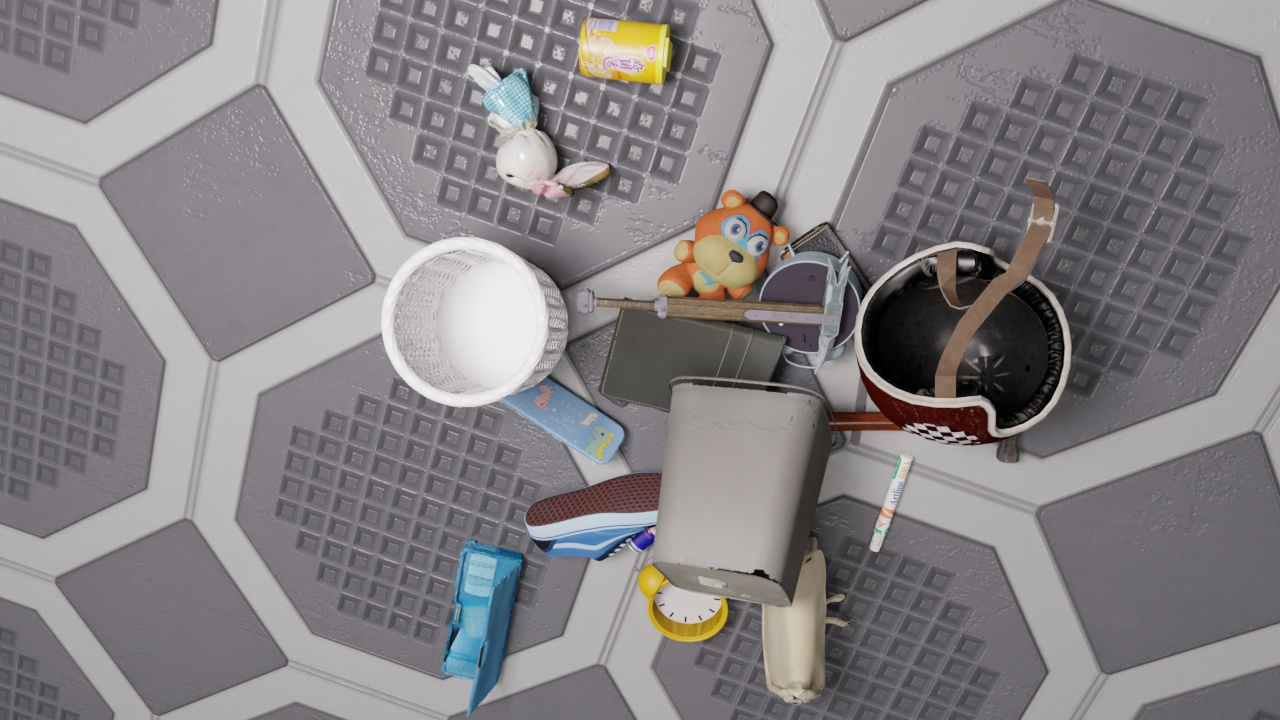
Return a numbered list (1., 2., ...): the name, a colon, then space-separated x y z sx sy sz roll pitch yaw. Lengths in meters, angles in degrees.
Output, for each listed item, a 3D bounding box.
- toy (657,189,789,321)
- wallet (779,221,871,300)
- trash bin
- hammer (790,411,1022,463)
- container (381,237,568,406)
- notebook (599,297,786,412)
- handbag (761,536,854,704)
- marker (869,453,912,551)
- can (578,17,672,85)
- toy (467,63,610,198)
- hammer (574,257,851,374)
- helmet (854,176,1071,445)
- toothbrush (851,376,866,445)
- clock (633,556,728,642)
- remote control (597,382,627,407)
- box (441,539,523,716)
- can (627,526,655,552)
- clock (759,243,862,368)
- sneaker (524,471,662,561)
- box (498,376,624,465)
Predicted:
1. toy: 0.104 -0.132 1.121 0.112 0.096 0.176 31 100 -15
2. wallet: 0.237 -0.105 1.146 0.072 0.019 0.123 -34 102 21
3. trash bin: 0.119 0.162 1.100 0.198 0.197 0.219 5 65 20
4. hammer: 0.338 0.077 1.184 0.301 0.028 0.111 -1 108 4
5. container: -0.191 -0.044 1.110 0.189 0.186 0.189 0 91 4
6. notebook: 0.062 0.009 1.174 0.209 0.029 0.170 16 131 -1
7. handbag: 0.227 0.342 1.227 0.132 0.184 0.229 -5 92 6
8. marker: 0.337 0.193 1.238 0.017 0.017 0.146 14 110 2
9. can: -0.018 -0.360 1.066 0.105 0.067 0.068 7 110 5
10. toy: -0.150 -0.267 1.104 0.106 0.130 0.205 -35 95 33
11. hammer: 0.080 -0.058 1.093 0.317 0.028 0.147 4 119 2
12. helmet: 0.364 -0.025 1.039 0.234 0.253 0.233 -6 68 34
13. toothbrush: 0.289 0.035 1.192 0.013 0.013 0.167 5 111 5
14. clock: 0.061 0.332 1.305 0.114 0.052 0.152 -23 109 14
15. remote control: -0.007 0.007 1.222 0.046 0.009 0.125 35 110 -5
16. box: -0.240 0.392 1.332 0.094 0.110 0.232 14 110 1
17. can: 0.023 0.231 1.283 0.095 0.032 0.032 -41 99 18
18. clock: 0.210 -0.061 1.134 0.123 0.045 0.159 9 120 16
19. sneaker: -0.034 0.224 1.272 0.241 0.083 0.098 -13 125 13
20. box: -0.119 0.067 1.230 0.210 0.063 0.069 34 107 -5
